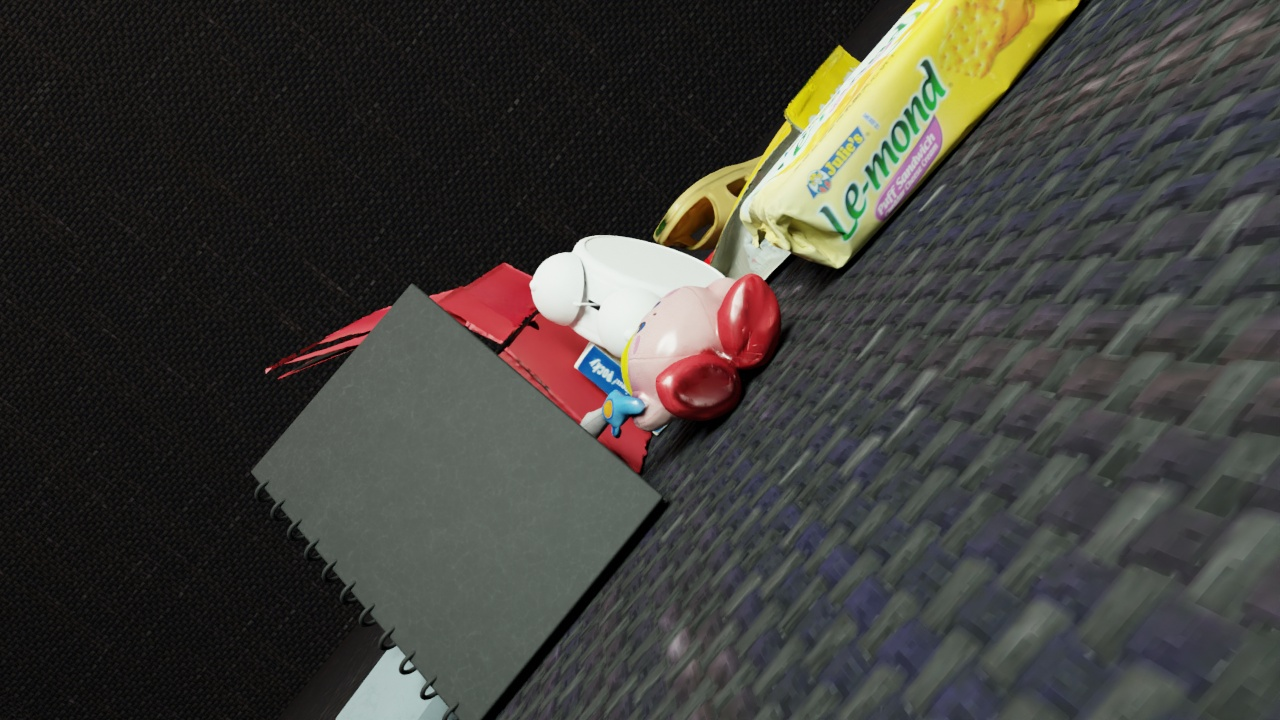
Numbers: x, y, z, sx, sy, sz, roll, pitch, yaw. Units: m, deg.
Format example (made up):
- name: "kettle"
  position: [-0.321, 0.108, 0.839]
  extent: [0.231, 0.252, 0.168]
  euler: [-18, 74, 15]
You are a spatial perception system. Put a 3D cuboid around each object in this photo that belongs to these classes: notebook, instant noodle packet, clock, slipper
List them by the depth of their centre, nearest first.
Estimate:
- name: "notebook"
  position: [-0.120, 0.078, 0.545]
  extent: [0.169, 0.231, 0.019]
  euler: [-51, -28, -4]
- name: "clock"
  position: [0.000, -0.040, 0.695]
  extent: [0.160, 0.125, 0.073]
  euler: [-15, -52, -54]
- name: "instant noodle packet"
  position: [0.118, -0.133, 0.785]
  extent: [0.222, 0.084, 0.162]
  euler: [-53, 2, 44]
- name: "slipper"
  position: [0.117, -0.176, 1.061]
  extent: [0.262, 0.078, 0.100]
  euler: [-32, -7, -38]

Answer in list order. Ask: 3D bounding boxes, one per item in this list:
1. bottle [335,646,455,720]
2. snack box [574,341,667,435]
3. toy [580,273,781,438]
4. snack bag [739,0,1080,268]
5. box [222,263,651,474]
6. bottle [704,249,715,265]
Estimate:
- name: "bottle"
  position: [-0.115, 0.174, 0.565]
  extent: [0.072, 0.046, 0.161]
  euler: [17, 65, 52]
- name: "snack box"
  position: [-0.004, 0.004, 0.742]
  extent: [0.026, 0.082, 0.150]
  euler: [-48, 6, 14]
- name: "toy"
  position: [0.026, 0.010, 0.578]
  extent: [0.124, 0.097, 0.132]
  euler: [-58, 25, -15]
- name: "snack bag"
  position: [0.161, -0.158, 0.568]
  extent: [0.247, 0.068, 0.159]
  euler: [-49, 4, 10]
- name: "box"
  position: [-0.128, -0.015, 0.719]
  extent: [0.210, 0.315, 0.124]
  euler: [-72, 3, -75]
- name: "bottle"
  position: [0.088, -0.101, 0.956]
  extent: [0.119, 0.036, 0.036]
  euler: [-48, 5, 14]
